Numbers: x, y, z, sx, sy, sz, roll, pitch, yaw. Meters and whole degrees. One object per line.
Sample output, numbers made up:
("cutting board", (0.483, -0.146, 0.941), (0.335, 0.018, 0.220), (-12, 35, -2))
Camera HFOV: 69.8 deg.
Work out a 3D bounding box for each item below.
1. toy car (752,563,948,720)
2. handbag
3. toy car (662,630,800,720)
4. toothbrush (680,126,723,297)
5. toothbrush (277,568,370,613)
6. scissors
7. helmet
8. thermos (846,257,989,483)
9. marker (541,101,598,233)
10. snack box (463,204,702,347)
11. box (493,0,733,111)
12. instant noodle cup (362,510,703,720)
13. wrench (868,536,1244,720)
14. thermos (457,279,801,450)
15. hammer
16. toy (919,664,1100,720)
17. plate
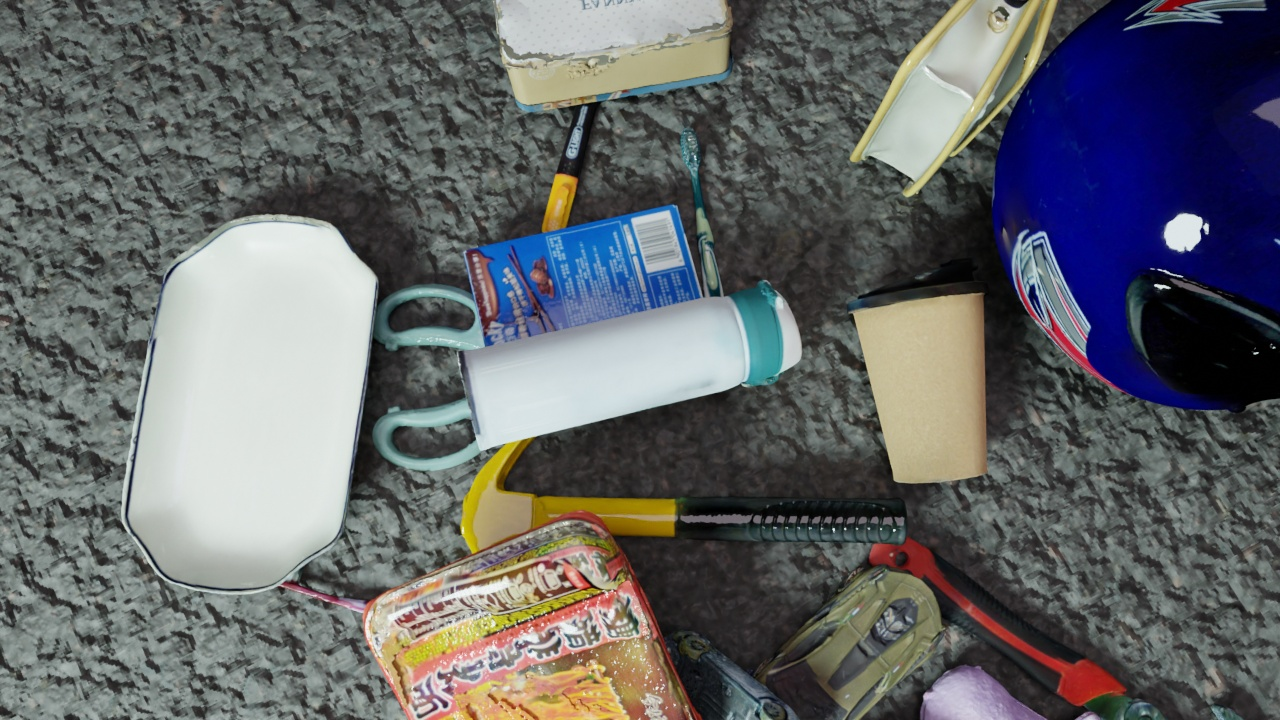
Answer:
("toy car", (0.131, 0.203, 0.605), (0.158, 0.042, 0.070), (-45, 81, -1))
("handbag", (0.229, -0.204, 0.612), (0.063, 0.163, 0.178), (40, 83, 6))
("toy car", (0.056, 0.222, 0.589), (0.121, 0.036, 0.054), (31, 110, 34))
("toothbrush", (0.048, -0.082, 0.669), (0.016, 0.018, 0.191), (-8, 80, 0))
("toothbrush", (-0.177, 0.170, 0.634), (0.187, 0.016, 0.017), (15, 71, 5))
("scissors", (-0.119, 0.024, 0.656), (0.177, 0.019, 0.169), (15, 80, 2))
("helmet", (0.357, -0.081, 0.550), (0.315, 0.241, 0.246), (38, 54, -23))
("thermos", (0.193, 0.007, 0.618), (0.093, 0.093, 0.143), (-8, 87, 0))
("marker", (-0.052, -0.148, 0.685), (0.018, 0.015, 0.123), (14, 78, -2))
("snack box", (-0.039, -0.053, 0.654), (0.157, 0.026, 0.084), (-13, 78, -7))
("box", (-0.013, -0.246, 0.674), (0.184, 0.062, 0.089), (-7, 72, -2))
("instant noodle cup", (-0.061, 0.192, 0.574), (0.164, 0.079, 0.189), (-22, 99, 5))
("wrench", (0.276, 0.197, 0.615), (0.273, 0.016, 0.056), (30, 82, 6))
("thermos", (-0.004, 0.004, 0.612), (0.224, 0.073, 0.073), (-13, 80, -8))
("hammer", (0.027, 0.106, 0.625), (0.301, 0.033, 0.128), (1, 81, 4))
("toy", (0.235, 0.242, 0.596), (0.108, 0.039, 0.083), (30, 82, 9))
("plate", (-0.267, 0.028, 0.646), (0.162, 0.034, 0.265), (2, 78, 5))
